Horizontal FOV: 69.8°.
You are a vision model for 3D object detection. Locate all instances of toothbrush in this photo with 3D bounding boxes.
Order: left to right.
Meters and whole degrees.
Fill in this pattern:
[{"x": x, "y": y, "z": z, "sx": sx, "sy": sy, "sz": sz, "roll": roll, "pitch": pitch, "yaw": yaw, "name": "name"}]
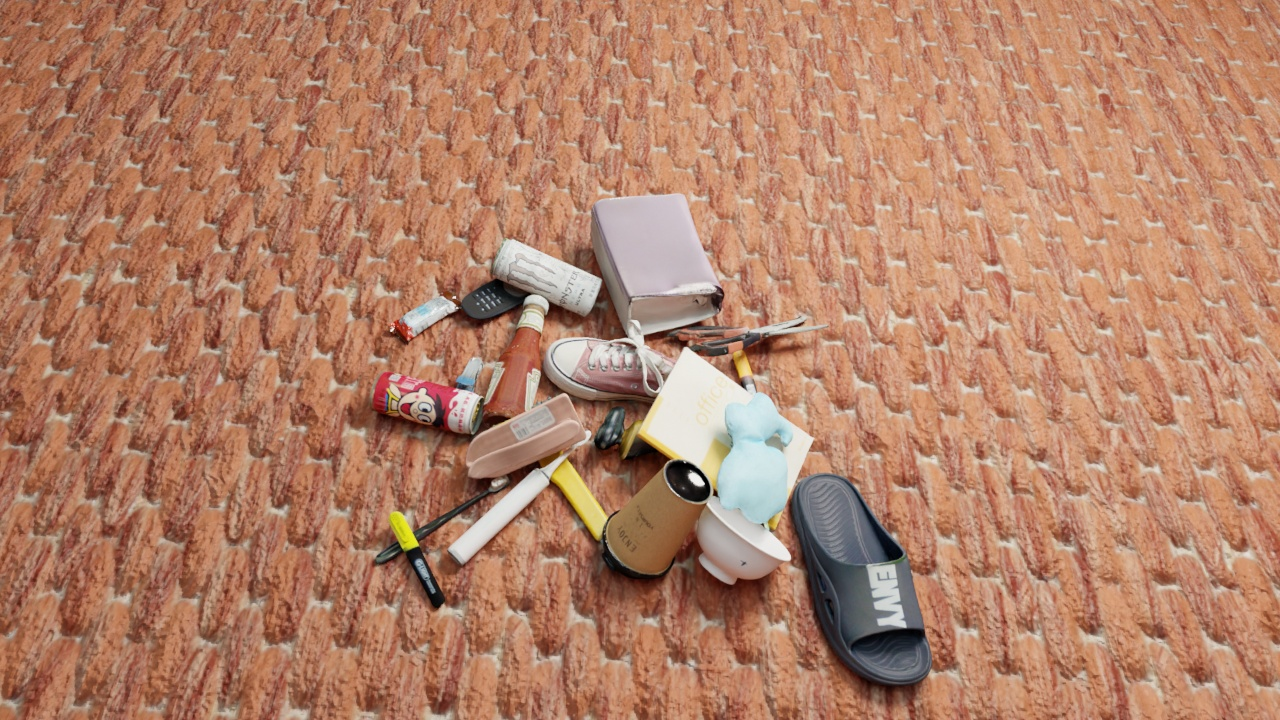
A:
[{"x": -0.231, "y": 0.185, "z": 1.080, "sx": 0.180, "sy": 0.018, "sz": 0.015, "roll": -32, "pitch": 69, "yaw": -22, "name": "toothbrush"}, {"x": -0.138, "y": 0.157, "z": 1.087, "sx": 0.220, "sy": 0.027, "sz": 0.026, "roll": -43, "pitch": 23, "yaw": -22, "name": "toothbrush"}]

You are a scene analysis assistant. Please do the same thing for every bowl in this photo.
[{"x": 0.104, "y": 0.214, "z": 1.042, "sx": 0.118, "sy": 0.118, "sz": 0.065, "roll": 37, "pitch": 97, "yaw": 21, "name": "bowl"}]

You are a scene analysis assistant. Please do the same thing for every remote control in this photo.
[{"x": -0.188, "y": -0.093, "z": 1.282, "sx": 0.136, "sy": 0.024, "sz": 0.053, "roll": -31, "pitch": 66, "yaw": -27, "name": "remote control"}]

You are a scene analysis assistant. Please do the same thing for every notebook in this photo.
[{"x": 0.108, "y": 0.093, "z": 1.125, "sx": 0.206, "sy": 0.010, "sz": 0.145, "roll": 36, "pitch": 56, "yaw": -7, "name": "notebook"}]

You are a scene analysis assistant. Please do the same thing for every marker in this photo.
[{"x": -0.254, "y": 0.225, "z": 1.040, "sx": 0.018, "sy": 0.015, "sz": 0.124, "roll": -28, "pitch": 69, "yaw": -15, "name": "marker"}, {"x": 0.145, "y": 0.039, "z": 1.216, "sx": 0.018, "sy": 0.015, "sz": 0.123, "roll": -9, "pitch": 57, "yaw": -9, "name": "marker"}]

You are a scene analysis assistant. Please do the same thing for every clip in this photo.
[{"x": -0.223, "y": 0.018, "z": 1.203, "sx": 0.027, "sy": 0.044, "sz": 0.058, "roll": 11, "pitch": 49, "yaw": 6, "name": "clip"}]

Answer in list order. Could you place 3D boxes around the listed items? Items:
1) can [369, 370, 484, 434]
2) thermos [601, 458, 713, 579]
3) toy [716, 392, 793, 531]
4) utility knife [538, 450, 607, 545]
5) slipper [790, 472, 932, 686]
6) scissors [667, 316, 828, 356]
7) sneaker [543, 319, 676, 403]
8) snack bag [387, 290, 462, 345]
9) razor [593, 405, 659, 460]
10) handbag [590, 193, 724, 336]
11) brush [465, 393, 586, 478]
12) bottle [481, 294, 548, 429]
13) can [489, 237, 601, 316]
[{"x": -0.266, "y": 0.054, "z": 1.151, "sx": 0.133, "sy": 0.053, "sz": 0.053, "roll": 14, "pitch": 54, "yaw": 6, "name": "can"}, {"x": 0.020, "y": 0.178, "z": 1.028, "sx": 0.093, "sy": 0.144, "sz": 0.092, "roll": 20, "pitch": 39, "yaw": -17, "name": "thermos"}, {"x": 0.138, "y": 0.121, "z": 1.089, "sx": 0.161, "sy": 0.050, "sz": 0.156, "roll": -15, "pitch": 78, "yaw": -41, "name": "toy"}, {"x": -0.077, "y": 0.163, "z": 1.107, "sx": 0.033, "sy": 0.015, "sz": 0.177, "roll": -30, "pitch": 62, "yaw": -14, "name": "utility knife"}, {"x": 0.245, "y": 0.232, "z": 1.038, "sx": 0.110, "sy": 0.083, "sz": 0.267, "roll": -10, "pitch": 54, "yaw": -9, "name": "slipper"}, {"x": 0.141, "y": -0.035, "z": 1.233, "sx": 0.225, "sy": 0.015, "sz": 0.188, "roll": 1, "pitch": 16, "yaw": 17, "name": "scissors"}, {"x": -0.007, "y": 0.007, "z": 1.182, "sx": 0.241, "sy": 0.088, "sz": 0.118, "roll": 14, "pitch": 54, "yaw": 5, "name": "sneaker"}, {"x": -0.292, "y": -0.062, "z": 1.251, "sx": 0.105, "sy": 0.026, "sz": 0.045, "roll": -36, "pitch": 55, "yaw": -27, "name": "snack bag"}, {"x": 0.026, "y": 0.090, "z": 1.146, "sx": 0.167, "sy": 0.062, "sz": 0.067, "roll": 0, "pitch": 83, "yaw": -10, "name": "razor"}, {"x": 0.020, "y": -0.137, "z": 1.284, "sx": 0.145, "sy": 0.099, "sz": 0.196, "roll": -12, "pitch": 54, "yaw": -11, "name": "handbag"}, {"x": -0.141, "y": 0.096, "z": 1.090, "sx": 0.145, "sy": 0.063, "sz": 0.073, "roll": -24, "pitch": 19, "yaw": -2, "name": "brush"}, {"x": -0.156, "y": 0.000, "z": 1.195, "sx": 0.060, "sy": 0.060, "sz": 0.205, "roll": 8, "pitch": 53, "yaw": 2, "name": "bottle"}, {"x": -0.129, "y": -0.114, "z": 1.260, "sx": 0.146, "sy": 0.058, "sz": 0.058, "roll": 24, "pitch": 54, "yaw": -6, "name": "can"}]
